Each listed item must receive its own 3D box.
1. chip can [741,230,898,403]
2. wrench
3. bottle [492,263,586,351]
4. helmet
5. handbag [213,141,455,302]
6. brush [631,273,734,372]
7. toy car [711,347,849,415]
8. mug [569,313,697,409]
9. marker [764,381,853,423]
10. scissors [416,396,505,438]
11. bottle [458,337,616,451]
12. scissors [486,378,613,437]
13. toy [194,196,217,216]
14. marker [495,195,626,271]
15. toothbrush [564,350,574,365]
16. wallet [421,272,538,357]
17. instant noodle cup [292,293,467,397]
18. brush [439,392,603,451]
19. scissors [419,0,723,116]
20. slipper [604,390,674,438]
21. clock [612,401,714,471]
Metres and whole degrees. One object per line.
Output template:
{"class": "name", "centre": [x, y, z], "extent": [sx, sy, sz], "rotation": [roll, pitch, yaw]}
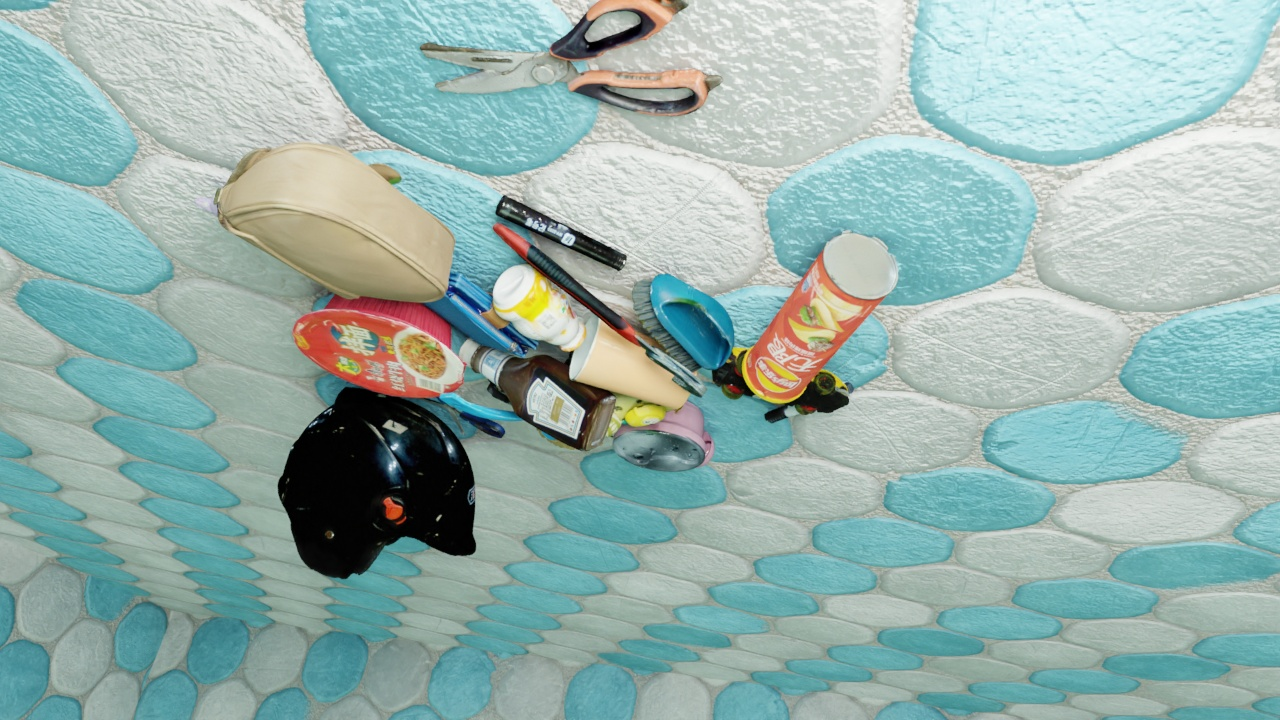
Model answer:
{"class": "chip can", "centre": [0.164, -0.033, 0.868], "extent": [0.073, 0.073, 0.217], "rotation": [14, 151, -8]}
{"class": "wrench", "centre": [-0.035, -0.046, 0.899], "extent": [0.273, 0.016, 0.056], "rotation": [39, 171, -19]}
{"class": "bottle", "centre": [-0.100, -0.050, 0.934], "extent": [0.063, 0.063, 0.108], "rotation": [-10, 145, 33]}
{"class": "helmet", "centre": [-0.338, 0.165, 1.228], "extent": [0.274, 0.230, 0.233], "rotation": [16, -179, -2]}
{"class": "handbag", "centre": [-0.263, -0.121, 0.819], "extent": [0.148, 0.099, 0.204], "rotation": [-2, 159, 24]}
{"class": "brush", "centre": [0.052, -0.037, 0.915], "extent": [0.074, 0.055, 0.144], "rotation": [-8, 146, 31]}
{"class": "toy car", "centre": [0.153, 0.022, 1.004], "extent": [0.156, 0.041, 0.071], "rotation": [15, 151, -5]}
{"class": "mug", "centre": [-0.006, 0.006, 0.983], "extent": [0.122, 0.078, 0.078], "rotation": [22, 150, -15]}
{"class": "marker", "centre": [0.193, 0.050, 1.065], "extent": [0.022, 0.018, 0.131], "rotation": [-11, 169, -39]}
{"class": "scissors", "centre": [-0.240, 0.064, 1.189], "extent": [0.162, 0.012, 0.173], "rotation": [25, 155, 19]}
{"class": "bottle", "centre": [-0.121, 0.029, 1.030], "extent": [0.195, 0.043, 0.080], "rotation": [28, 113, 22]}
{"class": "scissors", "centre": [-0.111, 0.063, 1.125], "extent": [0.174, 0.014, 0.136], "rotation": [37, -163, 13]}
{"class": "toy", "centre": [-0.355, -0.149, 0.867], "extent": [0.108, 0.039, 0.083], "rotation": [-19, 152, 33]}
{"class": "marker", "centre": [-0.072, -0.117, 0.852], "extent": [0.132, 0.020, 0.022], "rotation": [23, 178, -24]}
{"class": "toothbrush", "centre": [-0.104, 0.025, 1.121], "extent": [0.014, 0.017, 0.190], "rotation": [14, 153, -19]}
{"class": "wallet", "centre": [-0.181, -0.053, 0.969], "extent": [0.106, 0.040, 0.133], "rotation": [11, 159, 42]}
{"class": "instant noodle cup", "centre": [-0.285, -0.028, 1.035], "extent": [0.194, 0.065, 0.194], "rotation": [9, 151, 5]}
{"class": "brush", "centre": [-0.143, 0.074, 1.147], "extent": [0.083, 0.045, 0.254], "rotation": [-6, 163, 40]}
{"class": "scissors", "centre": [-0.052, -0.219, 0.665], "extent": [0.195, 0.015, 0.216], "rotation": [25, 149, -25]}
{"class": "slipper", "centre": [-0.038, 0.053, 1.069], "extent": [0.191, 0.081, 0.092], "rotation": [-3, 159, 10]}
{"class": "clock", "centre": [0.032, 0.100, 1.169], "extent": [0.117, 0.059, 0.158], "rotation": [-2, 148, 19]}
